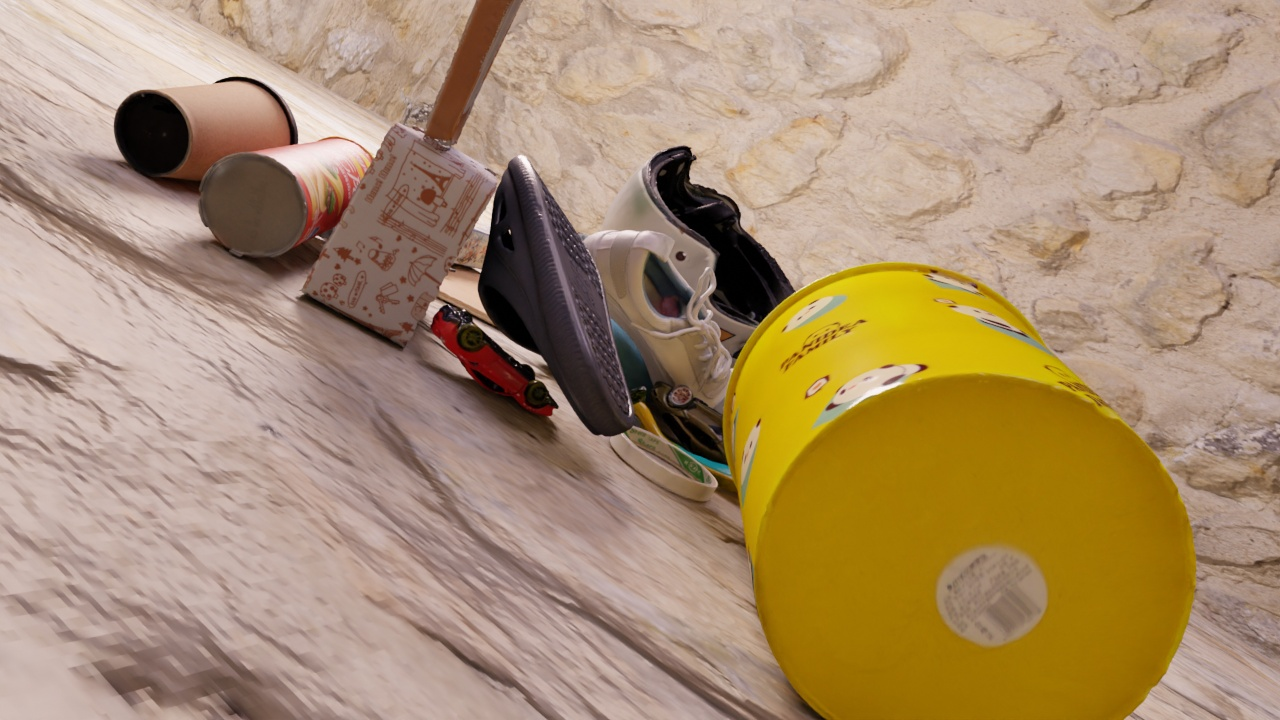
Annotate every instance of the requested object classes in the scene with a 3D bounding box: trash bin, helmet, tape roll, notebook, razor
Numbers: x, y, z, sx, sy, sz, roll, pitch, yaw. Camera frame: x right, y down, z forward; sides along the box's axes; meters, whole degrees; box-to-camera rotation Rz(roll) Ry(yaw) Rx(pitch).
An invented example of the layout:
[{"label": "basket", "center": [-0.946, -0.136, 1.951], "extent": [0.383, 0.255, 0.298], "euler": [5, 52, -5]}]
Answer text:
[{"label": "trash bin", "center": [0.156, 0.069, 0.511], "extent": [0.229, 0.230, 0.255], "euler": [31, 13, 1]}, {"label": "helmet", "center": [0.052, -0.086, 1.005], "extent": [0.274, 0.157, 0.229], "euler": [38, 30, -42]}, {"label": "tape roll", "center": [0.017, 0.075, 0.677], "extent": [0.086, 0.014, 0.085], "euler": [30, 8, -5]}, {"label": "notebook", "center": [-0.155, -0.064, 0.932], "extent": [0.149, 0.012, 0.211], "euler": [27, 8, -16]}, {"label": "razor", "center": [0.040, 0.072, 0.731], "extent": [0.132, 0.028, 0.043], "euler": [34, -36, 21]}]

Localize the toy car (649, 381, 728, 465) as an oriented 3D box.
[{"label": "toy car", "center": [0.067, 0.067, 0.766], "extent": [0.158, 0.042, 0.070], "euler": [30, -19, 34]}]

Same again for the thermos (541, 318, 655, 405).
[{"label": "thermos", "center": [-0.005, 0.005, 0.868], "extent": [0.220, 0.070, 0.070], "euler": [20, 13, -49]}]

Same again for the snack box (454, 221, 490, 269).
[{"label": "snack box", "center": [-0.245, -0.158, 1.036], "extent": [0.178, 0.046, 0.182], "euler": [28, 7, 15]}]

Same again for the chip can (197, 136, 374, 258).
[{"label": "chip can", "center": [-0.251, -0.128, 0.685], "extent": [0.073, 0.073, 0.216], "euler": [29, 12, -10]}]

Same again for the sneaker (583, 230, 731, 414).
[{"label": "sneaker", "center": [0.044, -0.022, 0.808], "extent": [0.091, 0.089, 0.242], "euler": [-4, -44, 39]}]

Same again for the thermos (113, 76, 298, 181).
[{"label": "thermos", "center": [-0.337, -0.176, 0.718], "extent": [0.093, 0.093, 0.143], "euler": [30, 16, 0]}]

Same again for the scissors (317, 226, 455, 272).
[{"label": "scissors", "center": [-0.230, -0.099, 0.829], "extent": [0.181, 0.014, 0.159], "euler": [17, 14, -43]}]

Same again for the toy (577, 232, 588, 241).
[{"label": "toy", "center": [0.030, -0.046, 1.167], "extent": [0.137, 0.091, 0.356], "euler": [22, 24, -54]}]

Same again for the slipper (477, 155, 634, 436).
[{"label": "slipper", "center": [-0.075, -0.046, 0.638], "extent": [0.111, 0.083, 0.267], "euler": [58, 8, -44]}]

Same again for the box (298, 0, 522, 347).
[{"label": "box", "center": [-0.135, -0.154, 0.650], "extent": [0.082, 0.261, 0.177], "euler": [28, 8, -14]}]

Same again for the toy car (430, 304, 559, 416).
[{"label": "toy car", "center": [-0.099, 0.004, 0.627], "extent": [0.106, 0.031, 0.049], "euler": [41, 1, -26]}]
